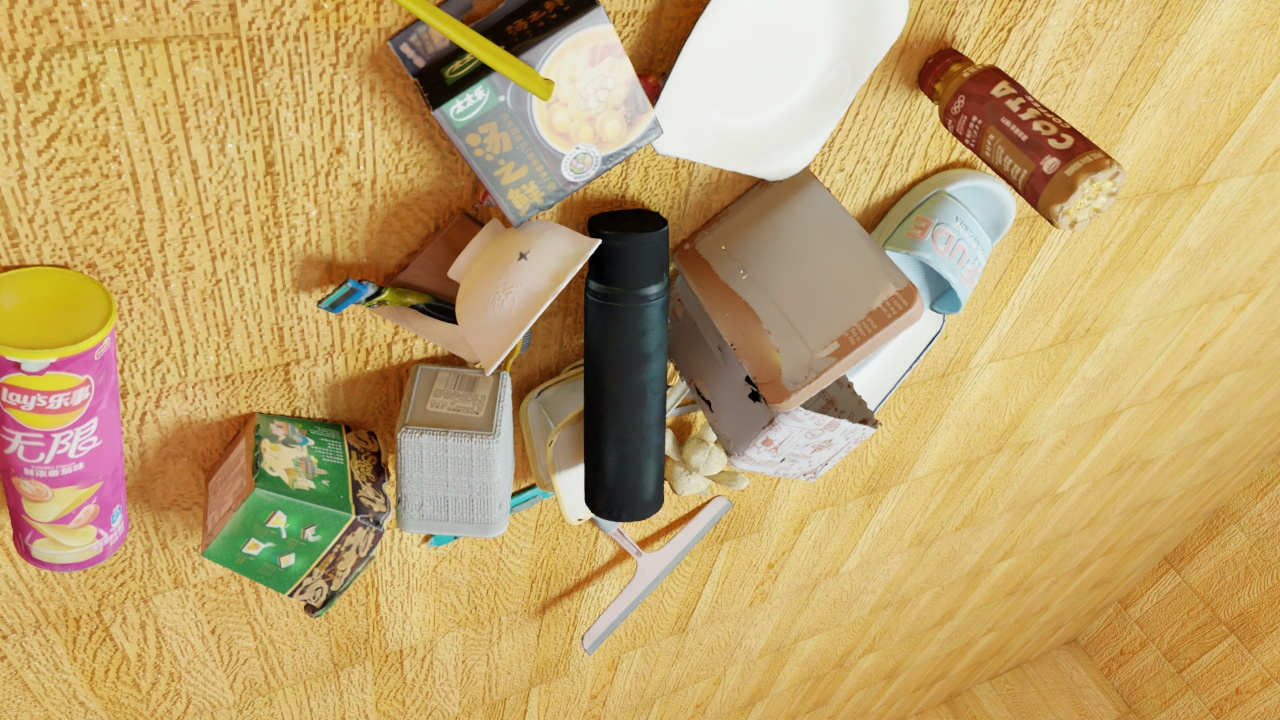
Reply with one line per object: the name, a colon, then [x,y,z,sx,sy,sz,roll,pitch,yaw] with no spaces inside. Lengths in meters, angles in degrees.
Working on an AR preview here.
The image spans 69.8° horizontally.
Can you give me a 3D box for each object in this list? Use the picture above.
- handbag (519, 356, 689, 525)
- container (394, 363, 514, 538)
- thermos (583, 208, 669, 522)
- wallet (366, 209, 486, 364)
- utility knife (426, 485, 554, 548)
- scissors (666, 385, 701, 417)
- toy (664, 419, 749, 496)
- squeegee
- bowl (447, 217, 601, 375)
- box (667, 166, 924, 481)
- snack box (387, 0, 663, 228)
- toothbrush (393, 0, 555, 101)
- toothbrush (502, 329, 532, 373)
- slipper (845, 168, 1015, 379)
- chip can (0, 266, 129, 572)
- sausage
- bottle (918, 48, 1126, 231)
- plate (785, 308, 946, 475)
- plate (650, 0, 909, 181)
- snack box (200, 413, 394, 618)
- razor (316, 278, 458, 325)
handbag: [-0.021,0.051,0.843,0.178,0.063,0.164,-32,147,-20]
container: [-0.145,0.069,0.723,0.090,0.090,0.114,4,134,-5]
thermos: [-0.004,0.004,0.722,0.089,0.068,0.243,-34,134,-51]
wallet: [-0.125,-0.050,0.669,0.101,0.020,0.115,-40,141,15]
utility knife: [-0.139,0.151,0.909,0.157,0.013,0.029,-24,143,-10]
scissors: [0.087,0.042,0.941,0.159,0.014,0.175,-33,144,4]
toy: [0.071,0.087,0.933,0.105,0.066,0.158,27,136,-6]
squeegee: [-0.028,0.187,1.013,0.247,0.040,0.250,-44,140,-8]
bowl: [-0.088,-0.055,0.609,0.064,0.118,0.118,40,113,-7]
box: [0.125,-0.036,0.732,0.156,0.183,0.193,16,127,-47]
snack box: [-0.063,-0.159,0.541,0.113,0.053,0.126,-33,141,3]
toothbrush: [-0.121,-0.187,0.454,0.190,0.015,0.017,29,108,-29]
toothbrush: [-0.119,0.040,0.787,0.018,0.016,0.192,-15,142,-35]
slipper: [0.245,-0.073,0.824,0.245,0.074,0.104,-45,123,-1]
chip can: [-0.359,0.044,0.567,0.071,0.071,0.211,-6,139,-31]
sausage: [-0.048,-0.145,0.606,0.156,0.020,0.020,-33,145,3]
bottle: [0.272,-0.169,0.675,0.057,0.174,0.058,-19,143,-16]
plate: [0.209,0.012,0.953,0.161,0.034,0.266,14,119,-43]
plate: [0.088,-0.204,0.620,0.164,0.034,0.164,4,133,-39]
snack box: [-0.265,0.108,0.693,0.105,0.118,0.118,27,116,-37]
razor: [-0.148,-0.037,0.640,0.142,0.022,0.043,14,153,-41]
